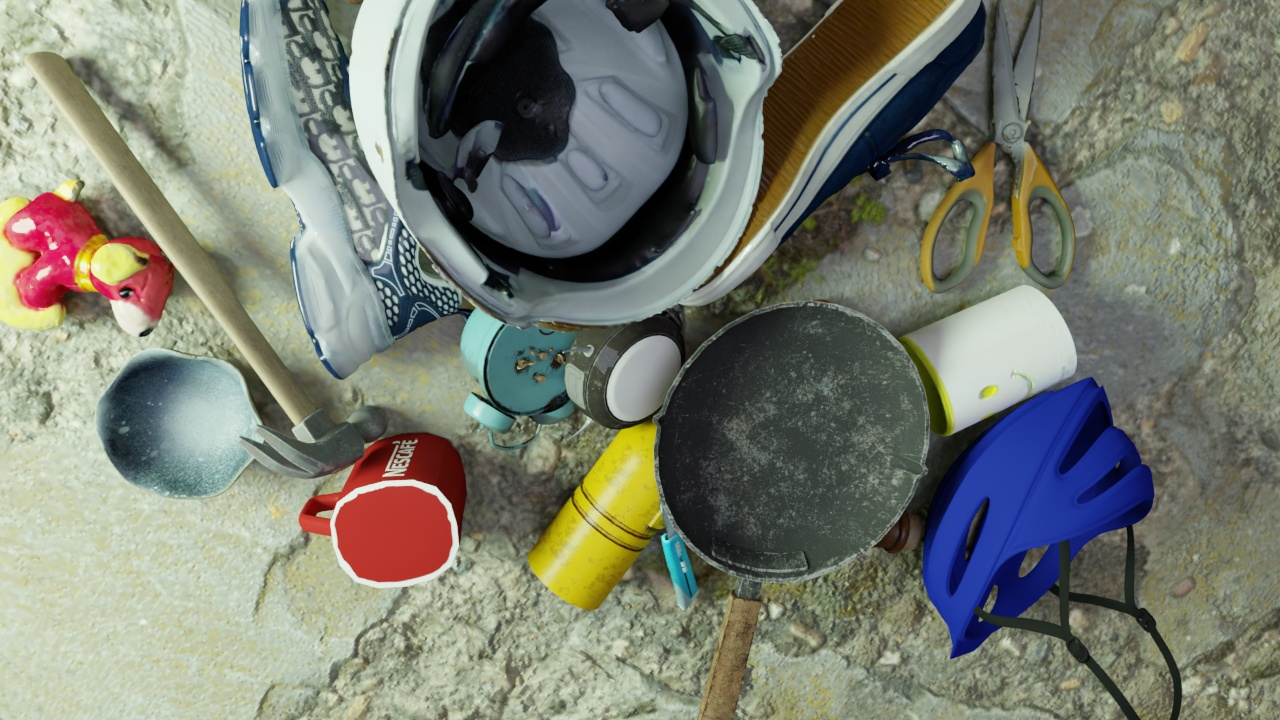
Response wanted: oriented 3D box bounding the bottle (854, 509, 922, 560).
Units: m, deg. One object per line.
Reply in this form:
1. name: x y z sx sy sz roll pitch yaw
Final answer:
1. bottle: 0.145 0.123 0.724 0.157 0.068 0.068 11 103 -10

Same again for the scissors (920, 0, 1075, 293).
1. scissors: 0.288 -0.152 0.695 0.166 0.016 0.225 11 103 -10

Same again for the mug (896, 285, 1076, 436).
1. mug: 0.260 0.000 0.698 0.106 0.082 0.082 -24 106 -2

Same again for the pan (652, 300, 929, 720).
1. pan: 0.085 0.130 0.660 0.207 0.040 0.357 12 100 -15

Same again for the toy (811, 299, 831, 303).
1. toy: 0.143 0.023 0.709 0.095 0.065 0.128 -25 115 8

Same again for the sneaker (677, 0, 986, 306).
1. sneaker: 0.133 -0.142 0.652 0.295 0.120 0.127 -46 146 10

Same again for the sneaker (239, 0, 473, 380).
1. sneaker: -0.182 -0.129 0.614 0.132 0.103 0.269 -15 107 -18

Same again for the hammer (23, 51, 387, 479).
1. hammer: -0.293 -0.062 0.614 0.031 0.119 0.331 -30 99 17

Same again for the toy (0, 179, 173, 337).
1. toy: -0.382 -0.068 0.616 0.137 0.067 0.105 9 101 3

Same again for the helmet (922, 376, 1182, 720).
1. helmet: 0.321 0.152 0.678 0.147 0.227 0.242 3 122 -42

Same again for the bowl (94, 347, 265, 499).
1. bowl: -0.318 0.040 0.650 0.110 0.055 0.110 -2 104 -7

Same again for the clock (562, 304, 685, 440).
1. clock: -0.004 0.004 0.657 0.122 0.044 0.091 -23 129 -31

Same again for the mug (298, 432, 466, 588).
1. mug: -0.187 0.108 0.663 0.116 0.096 0.080 -8 106 -5

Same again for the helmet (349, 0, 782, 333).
1. helmet: -0.052 -0.151 0.559 0.236 0.163 0.264 -47 134 2

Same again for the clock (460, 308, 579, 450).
1. clock: -0.085 0.006 0.658 0.089 0.053 0.124 -6 116 -40

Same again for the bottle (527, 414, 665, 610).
1. bottle: -0.010 0.105 0.699 0.071 0.071 0.164 35 98 -14

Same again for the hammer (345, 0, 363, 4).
1. hammer: -0.095 -0.343 0.568 0.301 0.037 0.158 -41 78 12

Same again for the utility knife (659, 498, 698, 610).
1. utility knife: 0.025 0.147 0.702 0.022 0.015 0.158 -46 145 -24
